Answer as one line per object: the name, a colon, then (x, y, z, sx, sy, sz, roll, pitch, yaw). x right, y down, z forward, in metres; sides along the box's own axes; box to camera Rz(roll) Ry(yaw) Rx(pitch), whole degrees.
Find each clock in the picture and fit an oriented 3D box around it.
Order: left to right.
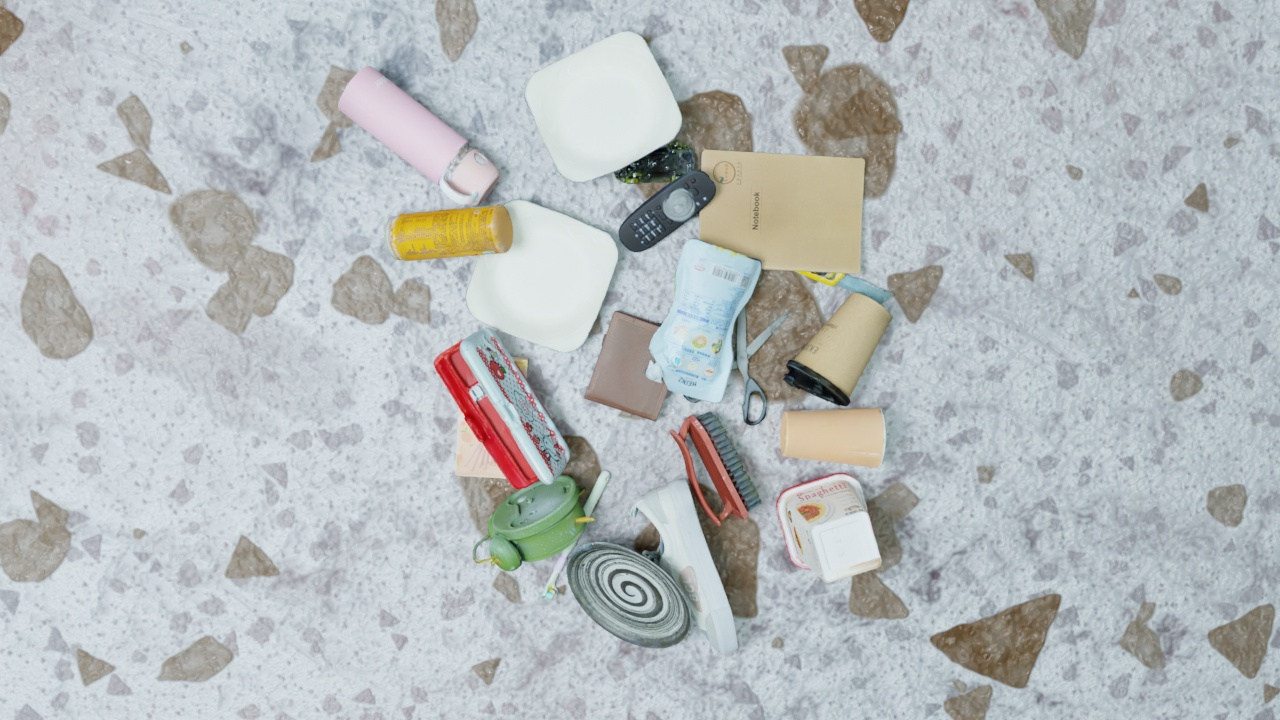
clock: (-0.139, 0.207, 1.151, 0.161, 0.116, 0.056, -25, 109, -2)

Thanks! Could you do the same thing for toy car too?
toy car: (0.016, -0.244, 1.136, 0.105, 0.032, 0.048, -6, 98, -13)

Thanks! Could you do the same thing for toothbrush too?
toothbrush: (-0.083, 0.230, 1.205, 0.020, 0.029, 0.189, 28, 96, 34)

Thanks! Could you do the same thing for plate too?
plate: (-0.123, -0.105, 1.147, 0.164, 0.034, 0.164, 22, 96, -6)
plate: (-0.043, -0.299, 1.104, 0.164, 0.034, 0.164, -24, 76, 4)
plate: (-0.013, 0.296, 1.175, 0.179, 0.024, 0.180, 16, 129, 20)

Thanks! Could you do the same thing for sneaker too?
sneaker: (0.055, 0.276, 1.183, 0.091, 0.089, 0.242, -19, 98, 2)

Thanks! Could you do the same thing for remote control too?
remote control: (0.032, -0.187, 1.140, 0.137, 0.024, 0.053, -35, 113, 15)

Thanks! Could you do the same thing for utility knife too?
utility knife: (0.222, -0.121, 1.170, 0.223, 0.015, 0.033, 22, 96, -5)

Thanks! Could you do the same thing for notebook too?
notebook: (0.177, -0.186, 1.153, 0.207, 0.008, 0.148, 2, 90, -4)

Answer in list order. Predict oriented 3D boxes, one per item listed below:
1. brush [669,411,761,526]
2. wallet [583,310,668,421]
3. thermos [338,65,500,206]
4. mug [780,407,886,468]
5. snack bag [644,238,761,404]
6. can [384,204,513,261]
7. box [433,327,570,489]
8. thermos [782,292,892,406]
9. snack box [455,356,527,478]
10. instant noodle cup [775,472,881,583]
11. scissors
brush: (0.092, 0.137, 1.177, 0.069, 0.063, 0.146, -28, 98, -13)
wallet: (-0.007, 0.007, 1.172, 0.101, 0.032, 0.124, 19, 96, -3)
thermos: (-0.265, -0.259, 1.094, 0.198, 0.087, 0.067, 39, 128, -7)
mug: (0.244, 0.096, 1.176, 0.123, 0.078, 0.078, 3, 98, 1)
snack bag: (0.077, -0.047, 1.137, 0.110, 0.039, 0.191, 14, 100, -22)
can: (-0.229, -0.153, 1.103, 0.146, 0.058, 0.058, -2, 98, 16)
box: (-0.166, 0.063, 1.108, 0.095, 0.100, 0.201, -31, 98, -1)
thermos: (0.251, -0.011, 1.155, 0.093, 0.093, 0.143, 35, 88, -7)
snack box: (-0.190, 0.072, 1.173, 0.084, 0.026, 0.157, 4, 98, -4)
instant noodle cup: (0.244, 0.217, 1.165, 0.116, 0.124, 0.116, -17, 98, -1)
scissors: (0.127, 0.001, 1.187, 0.159, 0.014, 0.181, -14, 96, -3)
